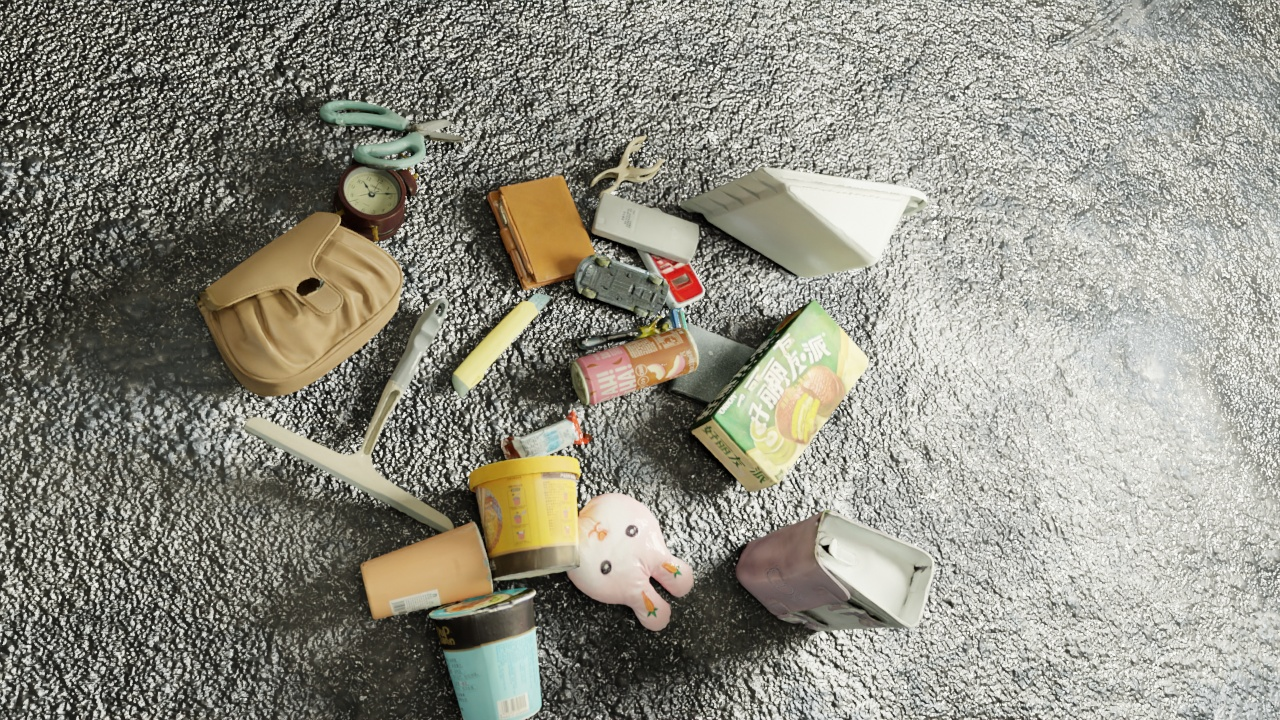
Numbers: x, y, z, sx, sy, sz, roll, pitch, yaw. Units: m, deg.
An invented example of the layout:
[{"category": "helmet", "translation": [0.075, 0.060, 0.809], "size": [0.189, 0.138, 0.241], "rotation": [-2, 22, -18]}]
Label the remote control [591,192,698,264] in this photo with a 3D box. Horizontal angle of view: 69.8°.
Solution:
[{"category": "remote control", "translation": [0.007, -0.166, 1.163], "size": [0.135, 0.019, 0.056], "rotation": [17, 66, -11]}]

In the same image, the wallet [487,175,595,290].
[{"category": "wallet", "translation": [-0.119, -0.159, 1.132], "size": [0.107, 0.031, 0.131], "rotation": [-19, 80, -28]}]

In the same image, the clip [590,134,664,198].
[{"category": "clip", "translation": [-0.008, -0.241, 1.198], "size": [0.089, 0.035, 0.103], "rotation": [33, 69, -6]}]

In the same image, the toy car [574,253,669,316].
[{"category": "toy car", "translation": [-0.023, -0.094, 1.133], "size": [0.120, 0.036, 0.054], "rotation": [17, 111, -21]}]

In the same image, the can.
[{"category": "can", "translation": [-0.006, 0.006, 1.094], "size": [0.147, 0.058, 0.058], "rotation": [-18, 79, -15]}]

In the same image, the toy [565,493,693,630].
[{"category": "toy", "translation": [-0.012, 0.226, 1.034], "size": [0.159, 0.054, 0.121], "rotation": [40, 65, -9]}]

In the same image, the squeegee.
[{"category": "squeegee", "translation": [-0.270, 0.033, 1.012], "size": [0.246, 0.039, 0.246], "rotation": [34, 58, -26]}]

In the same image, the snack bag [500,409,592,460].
[{"category": "snack bag", "translation": [-0.108, 0.093, 1.056], "size": [0.105, 0.026, 0.045], "rotation": [-22, 90, -24]}]

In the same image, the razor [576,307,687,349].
[{"category": "razor", "translation": [-0.011, -0.032, 1.134], "size": [0.142, 0.022, 0.042], "rotation": [-12, 84, -16]}]

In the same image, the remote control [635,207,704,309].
[{"category": "remote control", "translation": [0.031, -0.132, 1.183], "size": [0.055, 0.020, 0.136], "rotation": [-25, 83, -24]}]

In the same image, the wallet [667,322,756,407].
[{"category": "wallet", "translation": [0.098, 0.014, 1.161], "size": [0.120, 0.019, 0.097], "rotation": [21, 67, -15]}]

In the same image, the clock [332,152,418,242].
[{"category": "clock", "translation": [-0.307, -0.194, 1.063], "size": [0.082, 0.055, 0.121], "rotation": [25, 64, -10]}]

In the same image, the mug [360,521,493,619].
[{"category": "mug", "translation": [-0.222, 0.222, 0.950], "size": [0.122, 0.078, 0.078], "rotation": [-15, 78, -18]}]

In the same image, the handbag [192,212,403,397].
[{"category": "handbag", "translation": [-0.358, -0.064, 0.977], "size": [0.148, 0.100, 0.204], "rotation": [44, 61, 0]}]

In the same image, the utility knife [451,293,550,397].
[{"category": "utility knife", "translation": [-0.163, -0.025, 1.080], "size": [0.031, 0.019, 0.174], "rotation": [43, 65, -7]}]

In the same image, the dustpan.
[{"category": "dustpan", "translation": [0.225, -0.205, 1.173], "size": [0.257, 0.223, 0.142], "rotation": [33, 76, -19]}]

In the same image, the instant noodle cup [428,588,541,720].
[{"category": "instant noodle cup", "translation": [-0.151, 0.305, 0.936], "size": [0.111, 0.111, 0.120], "rotation": [-10, 85, -22]}]

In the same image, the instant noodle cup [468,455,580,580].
[{"category": "instant noodle cup", "translation": [-0.117, 0.169, 0.975], "size": [0.118, 0.119, 0.114], "rotation": [-4, 73, -21]}]

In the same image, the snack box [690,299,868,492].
[{"category": "snack box", "translation": [0.178, 0.042, 1.143], "size": [0.114, 0.063, 0.239], "rotation": [47, 60, -5]}]

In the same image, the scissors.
[{"category": "scissors", "translation": [-0.287, -0.260, 1.080], "size": [0.174, 0.019, 0.176], "rotation": [6, 39, -23]}]

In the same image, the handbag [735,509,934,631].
[{"category": "handbag", "translation": [0.207, 0.241, 1.025], "size": [0.145, 0.197, 0.098], "rotation": [31, 65, -7]}]
